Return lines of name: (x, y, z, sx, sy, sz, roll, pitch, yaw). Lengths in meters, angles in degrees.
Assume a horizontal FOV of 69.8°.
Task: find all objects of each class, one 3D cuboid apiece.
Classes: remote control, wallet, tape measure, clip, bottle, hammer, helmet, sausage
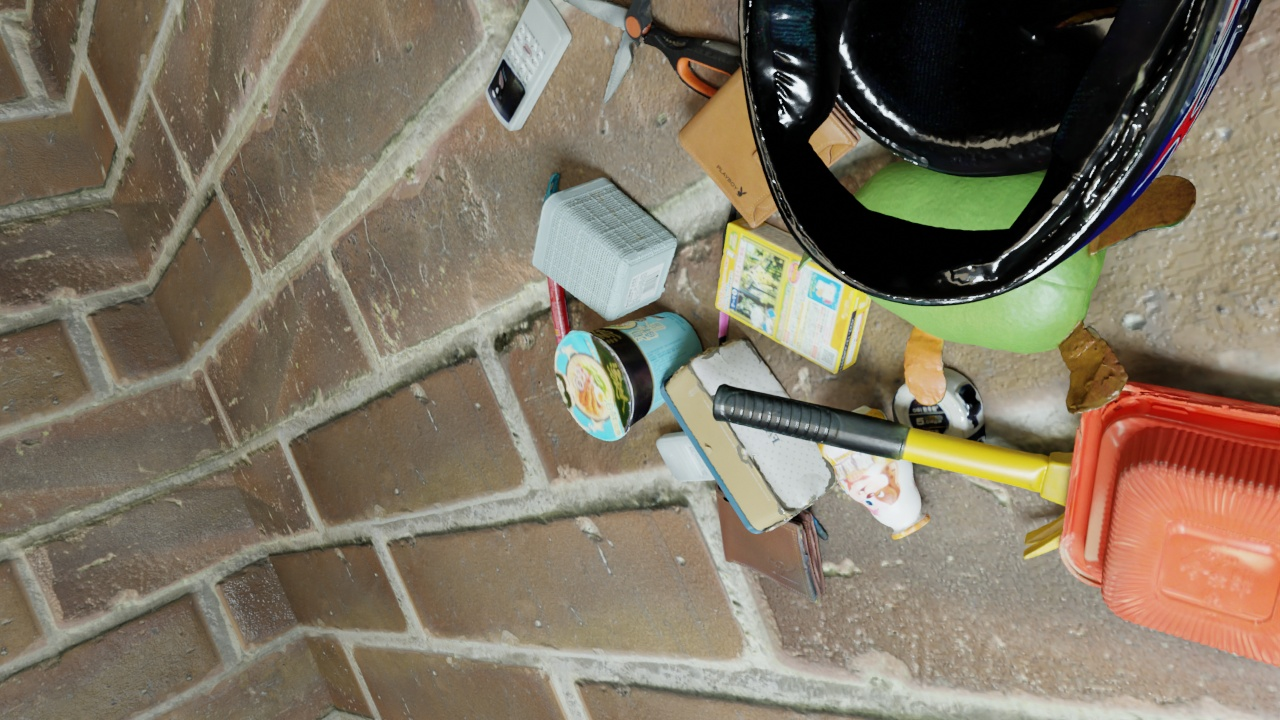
remote control: (-0.120, -0.304, 0.950, 0.058, 0.021, 0.150, 57, 141, 10)
wallet: (0.125, 0.179, 0.915, 0.125, 0.032, 0.101, 17, 130, 47)
tape measure: (0.232, 0.040, 0.715, 0.066, 0.033, 0.066, 10, 119, 45)
clip: (-0.093, -0.176, 0.996, 0.034, 0.013, 0.055, 58, 140, 10)
remote control: (0.066, 0.096, 0.939, 0.136, 0.020, 0.056, -16, 106, 59)
bottle: (0.196, 0.093, 0.762, 0.108, 0.063, 0.063, 59, 142, 8)
hammer: (0.199, 0.063, 0.694, 0.301, 0.032, 0.129, 12, 119, 23)
helmet: (0.180, -0.200, 0.470, 0.247, 0.239, 0.316, 14, 112, 24)
wallet: (0.100, -0.179, 0.733, 0.108, 0.031, 0.132, 50, 142, -3)
sausage: (-0.094, -0.063, 1.054, 0.020, 0.020, 0.156, 16, 121, 44)

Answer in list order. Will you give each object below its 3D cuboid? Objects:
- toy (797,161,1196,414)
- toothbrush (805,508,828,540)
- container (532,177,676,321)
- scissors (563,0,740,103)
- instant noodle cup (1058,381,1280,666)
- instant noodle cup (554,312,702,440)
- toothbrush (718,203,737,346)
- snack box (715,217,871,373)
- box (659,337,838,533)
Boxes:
toy: (0.227, -0.072, 0.615, 0.247, 0.089, 0.227, 30, 111, 46)
toothbrush: (0.121, 0.099, 0.898, 0.189, 0.016, 0.014, 50, 138, 14)
container: (-0.034, -0.107, 0.904, 0.111, 0.089, 0.090, 41, 137, 24)
scissors: (0.014, -0.295, 0.792, 0.221, 0.021, 0.235, 45, 147, 18)
instant noodle cup: (0.353, 0.106, 0.556, 0.189, 0.078, 0.165, 12, 122, 35)
instant noodle cup: (-0.005, 0.005, 0.905, 0.111, 0.120, 0.111, 25, 127, 38)
toothbrush: (0.078, -0.096, 0.839, 0.018, 0.014, 0.189, 37, 136, 45)
snack box: (0.129, -0.058, 0.785, 0.140, 0.033, 0.087, 31, 131, 34)
box: (0.096, 0.062, 0.844, 0.184, 0.089, 0.062, 58, 143, 13)
